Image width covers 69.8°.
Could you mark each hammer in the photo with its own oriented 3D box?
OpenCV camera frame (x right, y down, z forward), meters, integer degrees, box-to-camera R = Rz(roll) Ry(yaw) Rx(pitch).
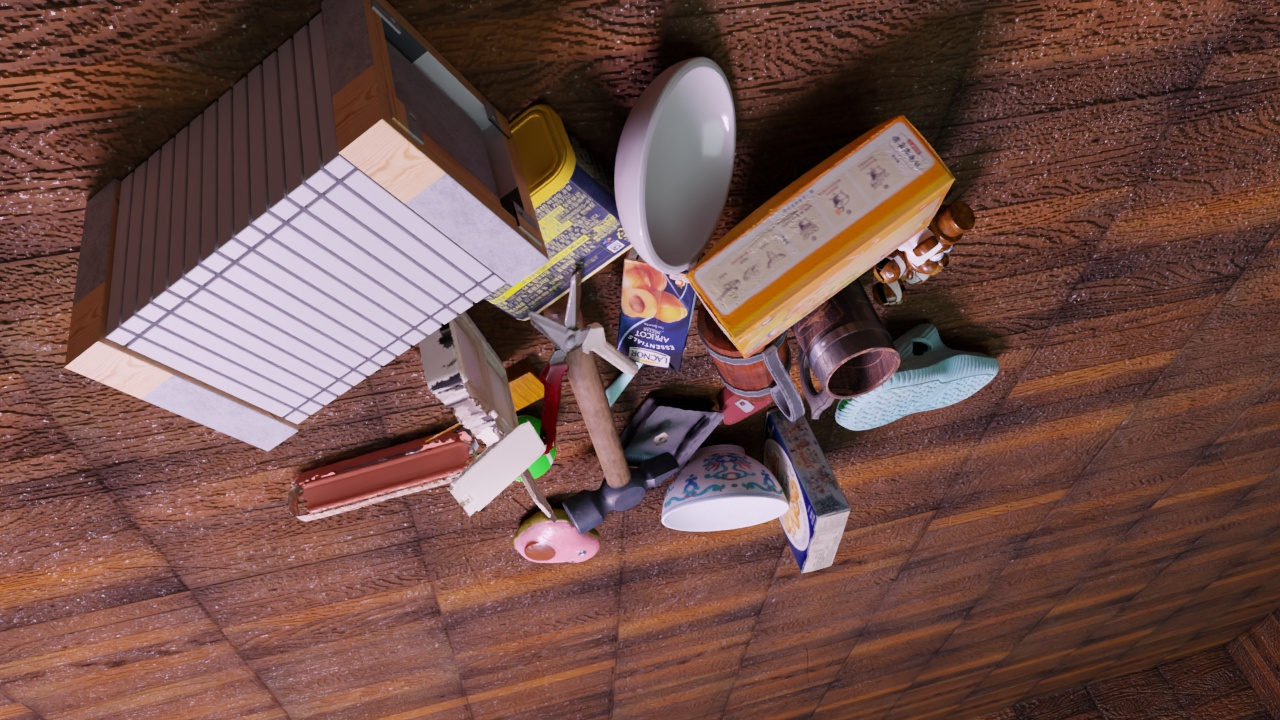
[{"bbox_3d":[-0.040,0.049,0.872,0.129,0.040,0.322,-28,141,-11],"label":"hammer"}]

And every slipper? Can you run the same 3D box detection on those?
[{"bbox_3d":[0.298,0.017,1.007,0.275,0.069,0.116,-6,145,-42],"label":"slipper"}]

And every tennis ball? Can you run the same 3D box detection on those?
[{"bbox_3d":[-0.116,0.087,0.909,0.065,0.065,0.065,-12,143,-9],"label":"tennis ball"}]

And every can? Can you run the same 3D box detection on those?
[{"bbox_3d":[-0.081,-0.102,0.675,0.135,0.075,0.104,-33,144,19],"label":"can"}]

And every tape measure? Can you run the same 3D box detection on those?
[{"bbox_3d":[0.107,0.045,0.993,0.059,0.019,0.051,-32,142,17],"label":"tape measure"}]

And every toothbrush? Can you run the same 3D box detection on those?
[{"bbox_3d":[-0.005,0.005,0.896,0.016,0.016,0.181,31,128,-12],"label":"toothbrush"}]

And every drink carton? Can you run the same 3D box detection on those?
[{"bbox_3d":[0.014,-0.049,0.796,0.064,0.040,0.130,13,141,5],"label":"drink carton"}]

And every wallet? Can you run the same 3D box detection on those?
[{"bbox_3d":[0.025,0.079,0.994,0.089,0.026,0.115,8,137,-31],"label":"wallet"}]

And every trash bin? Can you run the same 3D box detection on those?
[{"bbox_3d":[-0.210,-0.083,0.583,0.247,0.142,0.142,-32,142,16],"label":"trash bin"}]

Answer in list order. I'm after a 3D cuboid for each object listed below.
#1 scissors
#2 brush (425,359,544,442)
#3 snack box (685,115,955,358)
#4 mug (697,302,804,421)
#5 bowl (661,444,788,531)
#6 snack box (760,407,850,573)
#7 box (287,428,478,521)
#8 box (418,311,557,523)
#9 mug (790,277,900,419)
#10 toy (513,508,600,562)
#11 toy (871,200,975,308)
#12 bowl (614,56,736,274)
[{"bbox_3d":[-0.050,0.002,0.752,0.178,0.015,0.199,-16,137,-51],"label":"scissors"},{"bbox_3d":[-0.150,0.043,0.877,0.126,0.017,0.048,-27,143,11],"label":"brush"},{"bbox_3d":[0.134,-0.095,0.725,0.195,0.080,0.145,-36,170,6],"label":"snack box"},{"bbox_3d":[0.111,-0.003,0.856,0.081,0.117,0.111,-33,148,-4],"label":"mug"},{"bbox_3d":[0.092,0.142,1.053,0.144,0.074,0.144,-5,156,-2],"label":"bowl"},{"bbox_3d":[0.184,0.148,1.055,0.042,0.145,0.145,-15,144,-9],"label":"snack box"},{"bbox_3d":[-0.249,0.114,0.899,0.187,0.057,0.067,-16,176,-2],"label":"box"},{"bbox_3d":[-0.117,0.040,0.748,0.080,0.180,0.143,-20,151,3],"label":"box"},{"bbox_3d":[0.179,-0.017,0.871,0.080,0.107,0.116,3,138,-28],"label":"mug"},{"bbox_3d":[-0.094,0.210,1.090,0.109,0.051,0.090,19,130,-42],"label":"toy"},{"bbox_3d":[0.252,-0.102,0.821,0.087,0.067,0.113,-37,-177,-30],"label":"toy"},{"bbox_3d":[0.018,-0.138,0.651,0.043,0.149,0.150,15,154,26],"label":"bowl"}]
